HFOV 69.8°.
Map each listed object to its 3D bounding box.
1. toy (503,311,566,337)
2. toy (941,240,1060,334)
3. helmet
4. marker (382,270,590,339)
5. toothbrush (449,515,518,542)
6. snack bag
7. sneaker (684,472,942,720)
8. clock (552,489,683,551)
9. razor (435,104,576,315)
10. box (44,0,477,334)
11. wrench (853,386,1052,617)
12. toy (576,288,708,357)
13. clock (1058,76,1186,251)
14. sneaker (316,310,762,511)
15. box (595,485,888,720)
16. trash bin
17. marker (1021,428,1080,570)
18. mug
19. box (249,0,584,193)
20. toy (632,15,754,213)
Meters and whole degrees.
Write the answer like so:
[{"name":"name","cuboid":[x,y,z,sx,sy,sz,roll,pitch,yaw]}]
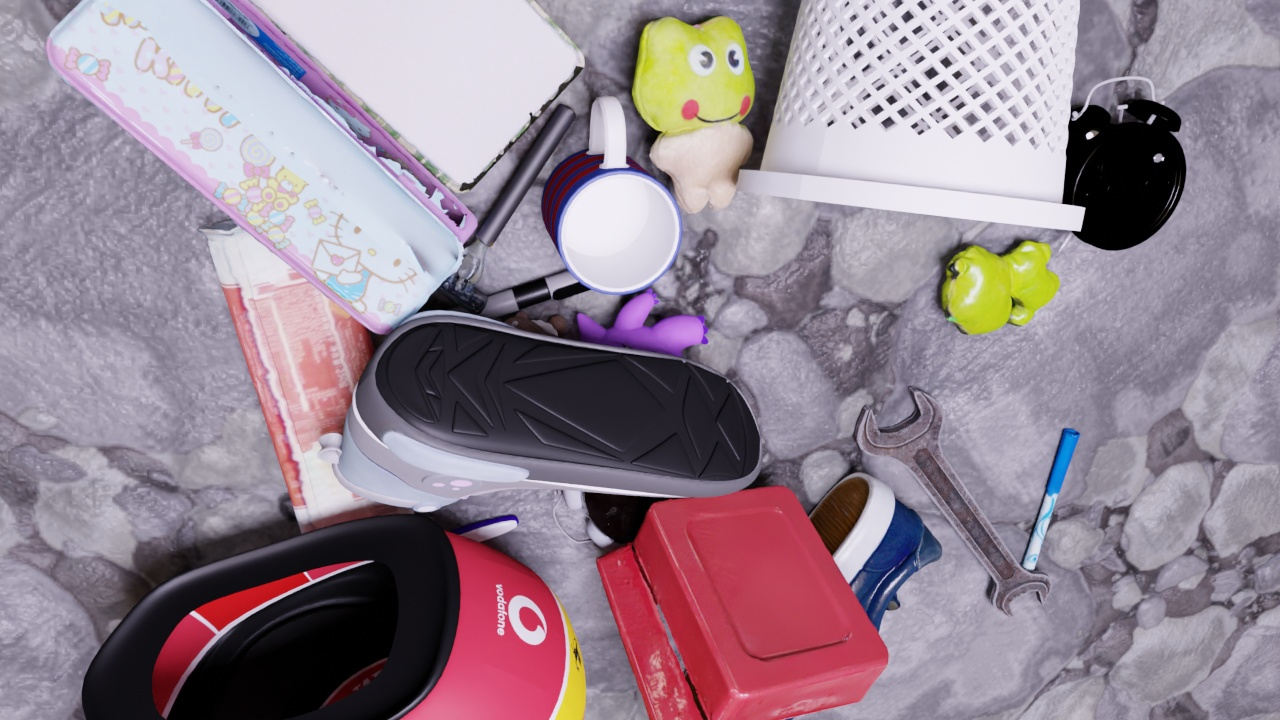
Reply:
[{"name":"toy","cuboid":[-0.086,0.011,0.611,0.041,0.054,0.102,35,97,14]},{"name":"toy","cuboid":[0.263,-0.054,0.676,0.093,0.036,0.094,-38,123,-1]},{"name":"helmet","cuboid":[-0.169,0.228,0.598,0.271,0.197,0.225,-14,133,2]},{"name":"marker","cuboid":[-0.101,-0.034,0.606,0.140,0.016,0.016,-19,116,-5]},{"name":"toothbrush","cuboid":[-0.179,0.140,0.662,0.186,0.016,0.015,-13,115,-8]},{"name":"snack bag","cuboid":[-0.207,0.014,0.589,0.077,0.041,0.225,-11,113,-9]},{"name":"sneaker","cuboid":[0.134,0.235,0.732,0.127,0.120,0.295,36,98,-11]},{"name":"clock","cuboid":[-0.007,0.092,0.673,0.122,0.035,0.094,-32,116,2]},{"name":"razor","cuboid":[-0.084,-0.098,0.576,0.043,0.022,0.144,33,99,-3]},{"name":"box","cuboid":[-0.196,-0.109,0.493,0.214,0.090,0.092,44,73,-27]},{"name":"wrench","cuboid":[0.266,0.124,0.759,0.070,0.010,0.273,-38,114,7]},{"name":"toy","cuboid":[-0.004,0.004,0.625,0.088,0.056,0.106,-1,101,-10]},{"name":"clock","cuboid":[0.335,-0.139,0.652,0.091,0.042,0.121,-10,115,-10]},{"name":"sneaker","cuboid":[-0.061,0.057,0.577,0.256,0.093,0.161,12,148,-28]},{"name":"box","cuboid":[0.068,0.180,0.632,0.165,0.157,0.152,-28,140,3]},{"name":"trash bin","cuboid":[0.165,-0.186,0.523,0.195,0.195,0.200,3,102,-15]},{"name":"marker","cuboid":[0.349,0.124,0.785,0.013,0.013,0.142,1,113,-14]},{"name":"mug","cuboid":[-0.020,-0.105,0.562,0.075,0.076,0.112,-6,114,-11]},{"name":"box","cuboid":[-0.138,-0.201,0.509,0.205,0.050,0.118,40,97,-25]},{"name":"toy","cuboid":[0.036,-0.148,0.562,0.092,0.043,0.118,-19,111,-39]}]
